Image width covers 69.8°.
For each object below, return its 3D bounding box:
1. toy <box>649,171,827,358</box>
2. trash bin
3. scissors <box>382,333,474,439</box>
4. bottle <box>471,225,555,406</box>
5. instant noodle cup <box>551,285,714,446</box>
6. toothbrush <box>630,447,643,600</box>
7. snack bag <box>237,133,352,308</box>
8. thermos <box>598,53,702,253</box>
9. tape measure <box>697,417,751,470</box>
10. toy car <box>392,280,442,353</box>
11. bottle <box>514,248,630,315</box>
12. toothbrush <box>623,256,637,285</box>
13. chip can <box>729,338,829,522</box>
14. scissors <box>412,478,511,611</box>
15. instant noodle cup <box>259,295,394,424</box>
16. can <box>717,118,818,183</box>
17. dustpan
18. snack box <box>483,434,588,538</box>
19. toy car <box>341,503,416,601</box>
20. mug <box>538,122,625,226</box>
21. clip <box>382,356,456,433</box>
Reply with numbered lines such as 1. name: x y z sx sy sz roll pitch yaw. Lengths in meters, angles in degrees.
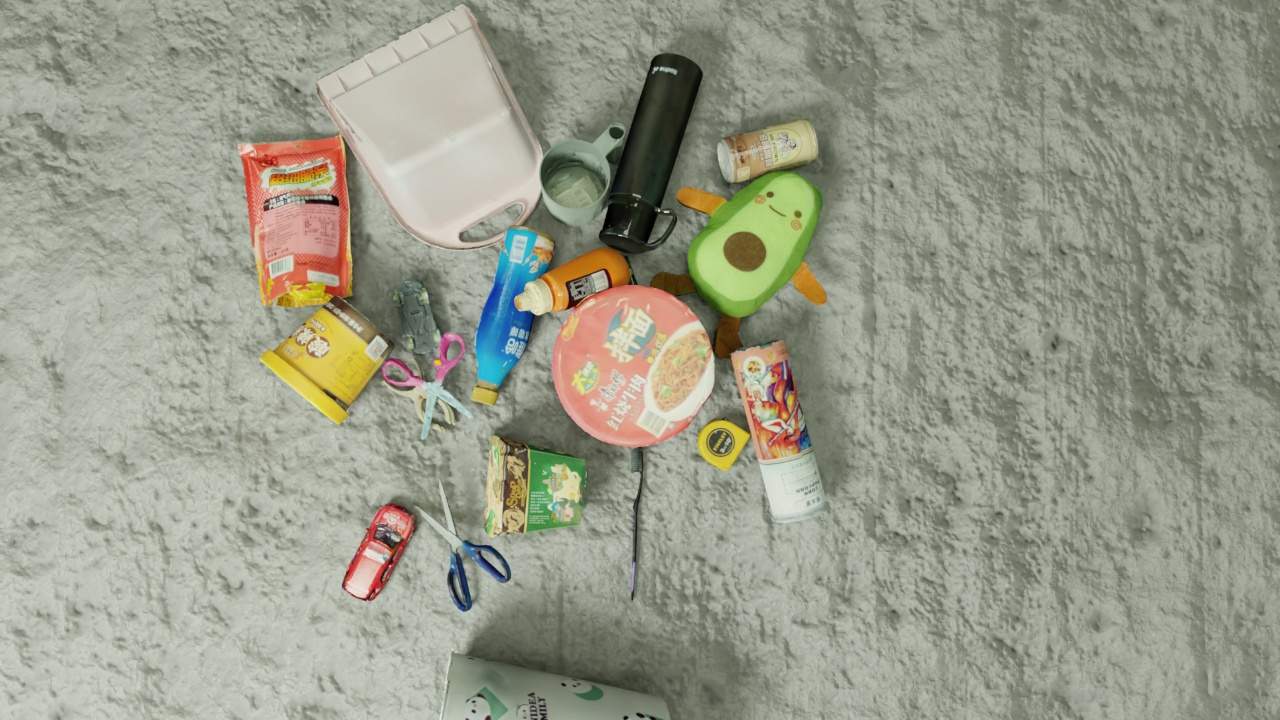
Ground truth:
1. toy: 0.133 -0.134 1.130 0.227 0.090 0.246 38 88 -6
2. trash bin: -0.107 0.454 1.015 0.252 0.230 0.229 11 85 -8
3. scissors: -0.255 0.029 1.103 0.134 0.017 0.133 9 78 3
4. bottle: -0.161 -0.053 1.118 0.065 0.065 0.218 15 86 -2
5. instant noodle cup: -0.007 0.006 1.112 0.194 0.066 0.194 0 92 6
6. toothbrush: -0.008 0.202 1.135 0.017 0.014 0.189 3 86 4
7. snack bag: -0.414 -0.172 1.115 0.128 0.073 0.207 -8 82 -5
8. thermos: 0.023 -0.250 1.127 0.090 0.068 0.242 13 79 13
9. tape measure: 0.100 0.102 1.141 0.057 0.029 0.060 33 85 -2
10. toy car: -0.273 -0.053 1.127 0.043 0.034 0.090 -18 96 -7
11. bottle: -0.085 -0.089 1.100 0.149 0.067 0.066 -22 87 -32
12. toothbrush: 0.012 -0.045 1.153 0.017 0.012 0.186 -20 87 17
13. chip can: 0.168 0.084 1.115 0.071 0.071 0.214 -15 92 -5
14. scissors: -0.215 0.225 1.088 0.176 0.012 0.162 21 117 33
15. instant noodle cup: -0.362 -0.004 1.081 0.118 0.118 0.114 40 77 0
16. can: 0.159 -0.264 1.155 0.116 0.058 0.058 -15 87 -5
17. dustpan: -0.251 -0.277 1.157 0.222 0.139 0.273 -28 60 -4
18. snack box: -0.126 0.152 1.092 0.105 0.118 0.118 6 87 -16
19. toy car: -0.313 0.231 1.100 0.053 0.045 0.120 26 83 -3
20. mug: -0.066 -0.226 1.117 0.083 0.103 0.124 44 84 0
21. clip: -0.267 0.047 1.121 0.070 0.034 0.100 -40 84 -4
